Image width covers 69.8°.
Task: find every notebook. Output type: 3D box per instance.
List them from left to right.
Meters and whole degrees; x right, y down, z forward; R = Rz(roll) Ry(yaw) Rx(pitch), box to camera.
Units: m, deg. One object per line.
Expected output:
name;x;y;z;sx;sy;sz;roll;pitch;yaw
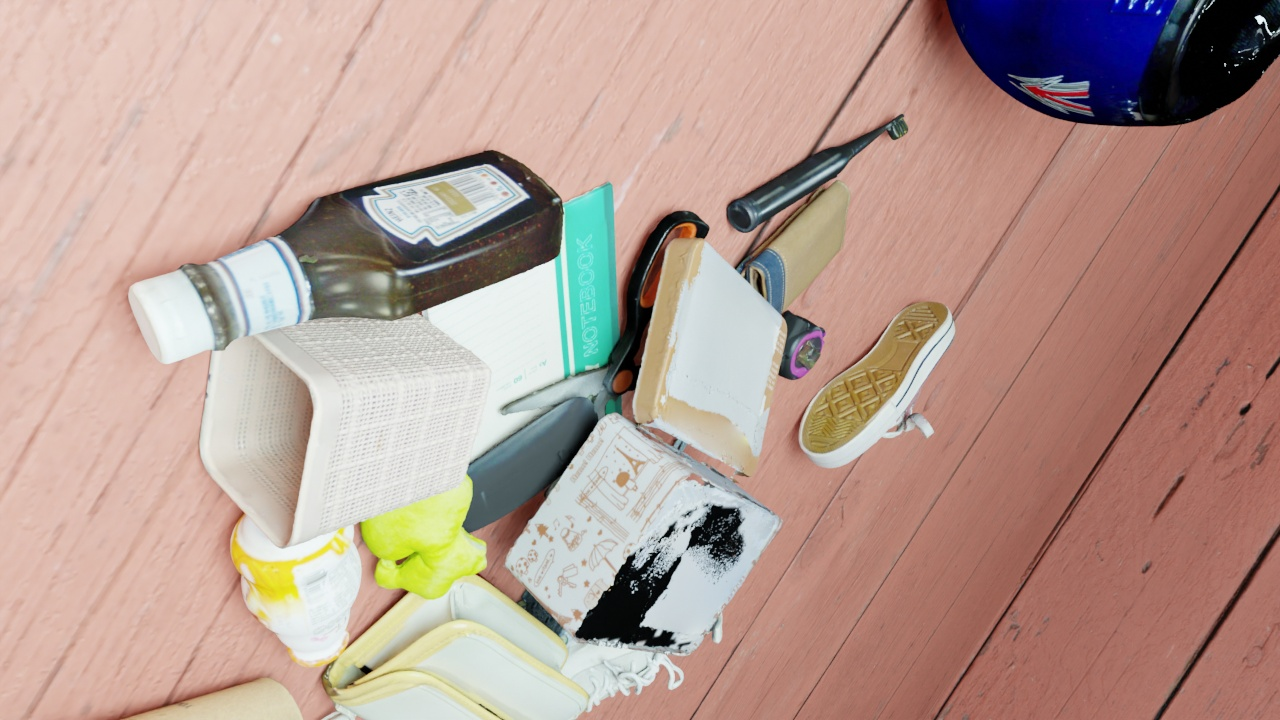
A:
notebook;-0.070;0.001;0.606;0.150;0.012;0.209;-33;139;-33

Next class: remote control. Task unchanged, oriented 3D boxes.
remote control;-0.081;0.074;0.605;0.136;0.024;0.053;-35;137;-14

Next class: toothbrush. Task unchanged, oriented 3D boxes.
toothbrush;0.149;-0.155;0.733;0.212;0.027;0.026;-33;-176;-30

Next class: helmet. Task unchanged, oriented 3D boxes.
helmet;0.366;-0.329;0.657;0.316;0.240;0.247;-47;146;7

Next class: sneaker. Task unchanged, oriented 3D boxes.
sneaker;-0.023;0.272;0.814;0.241;0.091;0.090;-24;133;-37
sneaker;0.260;0.039;0.964;0.240;0.118;0.088;-44;124;-26

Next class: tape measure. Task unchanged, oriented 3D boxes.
tape measure;0.138;-0.011;0.824;0.057;0.039;0.058;-58;146;2

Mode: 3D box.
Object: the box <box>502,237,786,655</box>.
box;0.033;0.064;0.643;0.259;0.110;0.179;-56;145;0

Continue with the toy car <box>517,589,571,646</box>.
toy car;-0.059;0.182;0.728;0.120;0.054;0.036;-57;144;1

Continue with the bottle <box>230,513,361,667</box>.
bottle;-0.188;0.125;0.514;0.063;0.063;0.109;-28;136;-35

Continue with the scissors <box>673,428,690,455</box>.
scissors;0.063;0.031;0.793;0.073;0.017;0.137;-9;129;-59

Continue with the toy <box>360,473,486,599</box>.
toy;-0.136;0.104;0.565;0.097;0.031;0.100;-35;116;11

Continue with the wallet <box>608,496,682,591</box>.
wallet;-0.007;0.166;0.809;0.115;0.024;0.087;-29;142;-32

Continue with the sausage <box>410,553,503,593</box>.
sausage;-0.128;0.153;0.651;0.020;0.020;0.156;-47;144;-14

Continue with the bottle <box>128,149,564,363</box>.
bottle;-0.130;-0.049;0.429;0.194;0.080;0.044;-26;141;-34

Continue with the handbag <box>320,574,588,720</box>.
handbag;-0.143;0.248;0.641;0.179;0.063;0.163;-39;128;1

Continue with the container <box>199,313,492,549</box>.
container;-0.145;0.026;0.467;0.110;0.090;0.090;-10;125;-50

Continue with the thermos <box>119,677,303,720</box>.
thermos;-0.259;0.227;0.496;0.143;0.093;0.093;-11;126;-57

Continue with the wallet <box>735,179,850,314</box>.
wallet;0.127;-0.085;0.755;0.115;0.033;0.090;-44;153;-18

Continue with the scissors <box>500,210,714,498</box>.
scissors;-0.004;-0.002;0.662;0.220;0.022;0.235;6;111;-50
